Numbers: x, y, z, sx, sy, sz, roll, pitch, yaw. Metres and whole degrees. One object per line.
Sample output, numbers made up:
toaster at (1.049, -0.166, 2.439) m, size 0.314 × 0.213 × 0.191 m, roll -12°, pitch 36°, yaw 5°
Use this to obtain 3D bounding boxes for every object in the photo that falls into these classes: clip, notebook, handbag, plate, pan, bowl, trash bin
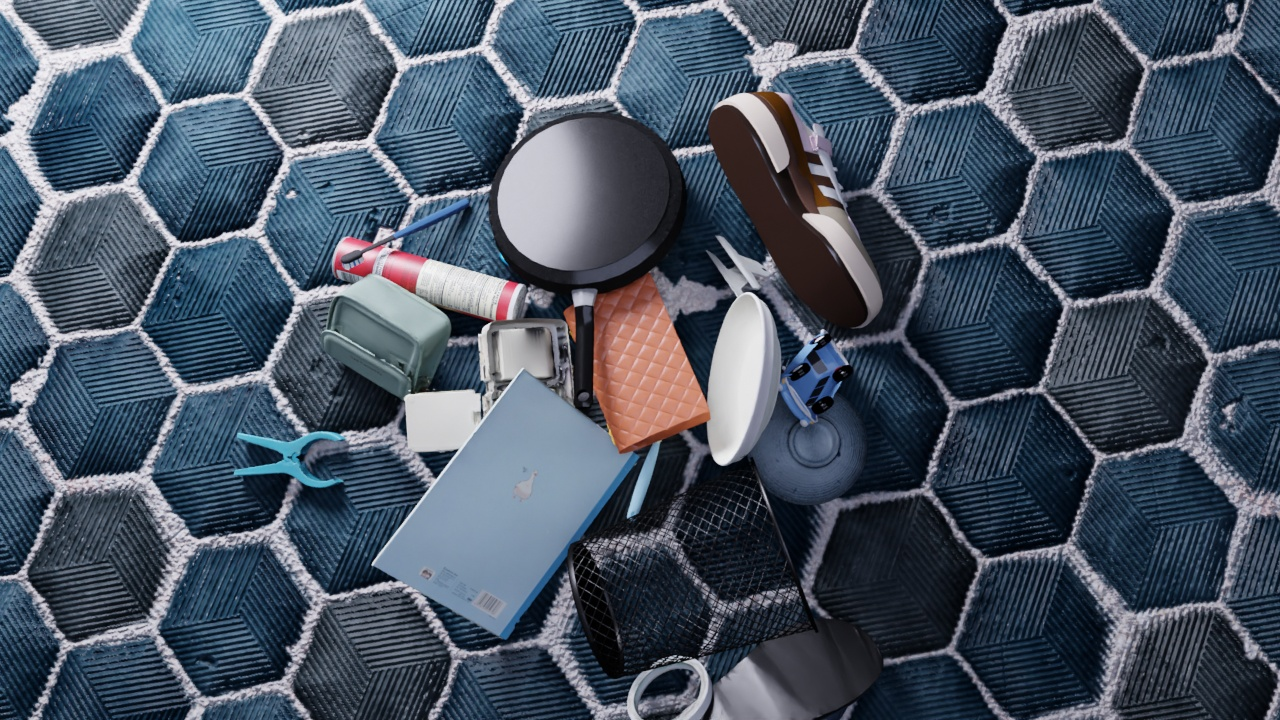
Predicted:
clip at (-0.393, 0.129, 1.038) m, size 0.130 × 0.030 × 0.120 m, roll -14°, pitch 87°, yaw 0°
notebook at (-0.137, 0.159, 0.984) m, size 0.181 × 0.009 × 0.253 m, roll 40°, pitch 84°, yaw -27°
handbag at (-0.284, -0.022, 1.019) m, size 0.122 × 0.067 × 0.106 m, roll 30°, pitch 124°, yaw 4°
plate at (0.111, 0.021, 0.960) m, size 0.034 × 0.182 × 0.182 m, roll 9°, pitch 82°, yaw -10°
pan at (-0.061, -0.119, 1.004) m, size 0.225 × 0.034 × 0.355 m, roll -3°, pitch 69°, yaw 8°
handbag at (-0.006, 0.006, 1.016) m, size 0.109 × 0.060 × 0.171 m, roll -22°, pitch 74°, yaw -1°
bowl at (0.186, 0.090, 1.005) m, size 0.137 × 0.057 × 0.137 m, roll 0°, pitch 83°, yaw 2°
clip at (0.121, -0.106, 1.031) m, size 0.059 × 0.052 × 0.101 m, roll -4°, pitch 43°, yaw -23°
trash bin at (0.048, 0.221, 0.938) m, size 0.210 × 0.184 × 0.184 m, roll -21°, pitch 82°, yaw 5°

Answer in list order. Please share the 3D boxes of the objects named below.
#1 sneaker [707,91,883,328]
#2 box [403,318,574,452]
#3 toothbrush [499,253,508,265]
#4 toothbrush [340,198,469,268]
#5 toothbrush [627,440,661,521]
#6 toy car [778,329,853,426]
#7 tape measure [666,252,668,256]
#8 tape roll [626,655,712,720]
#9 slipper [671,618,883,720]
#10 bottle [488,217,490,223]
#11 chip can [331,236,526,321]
sneaker at (0.197, -0.177, 1.030) m, size 0.116 × 0.112 × 0.293 m, roll -29°, pitch 81°, yaw -23°
box at (-0.163, 0.028, 0.994) m, size 0.184 × 0.044 × 0.143 m, roll -1°, pitch 83°, yaw -27°
toothbrush at (-0.103, -0.097, 1.061) m, size 0.135 × 0.017 × 0.022 m, roll 25°, pitch 87°, yaw 5°
toothbrush at (-0.265, -0.146, 1.044) m, size 0.167 × 0.014 × 0.014 m, roll -33°, pitch 48°, yaw -28°
toothbrush at (0.014, 0.106, 1.030) m, size 0.022 × 0.016 × 0.155 m, roll 19°, pitch 83°, yaw -5°
toy car at (0.182, 0.019, 0.981) m, size 0.055 × 0.153 × 0.056 m, roll -32°, pitch 96°, yaw 35°
tape measure at (-0.004, -0.154, 1.054) m, size 0.071 × 0.042 × 0.072 m, roll -4°, pitch 87°, yaw 8°
tape roll at (0.030, 0.351, 0.963) m, size 0.093 × 0.093 × 0.013 m, roll -28°, pitch 118°, yaw -2°
slipper at (0.136, 0.374, 0.965) m, size 0.265 × 0.083 × 0.109 m, roll -31°, pitch 42°, yaw -15°
bottle at (-0.125, -0.151, 1.065) m, size 0.106 × 0.025 × 0.025 m, roll 23°, pitch 84°, yaw 5°
chip can at (-0.241, -0.090, 1.048) m, size 0.215 × 0.052 × 0.051 m, roll 16°, pitch 83°, yaw 4°
